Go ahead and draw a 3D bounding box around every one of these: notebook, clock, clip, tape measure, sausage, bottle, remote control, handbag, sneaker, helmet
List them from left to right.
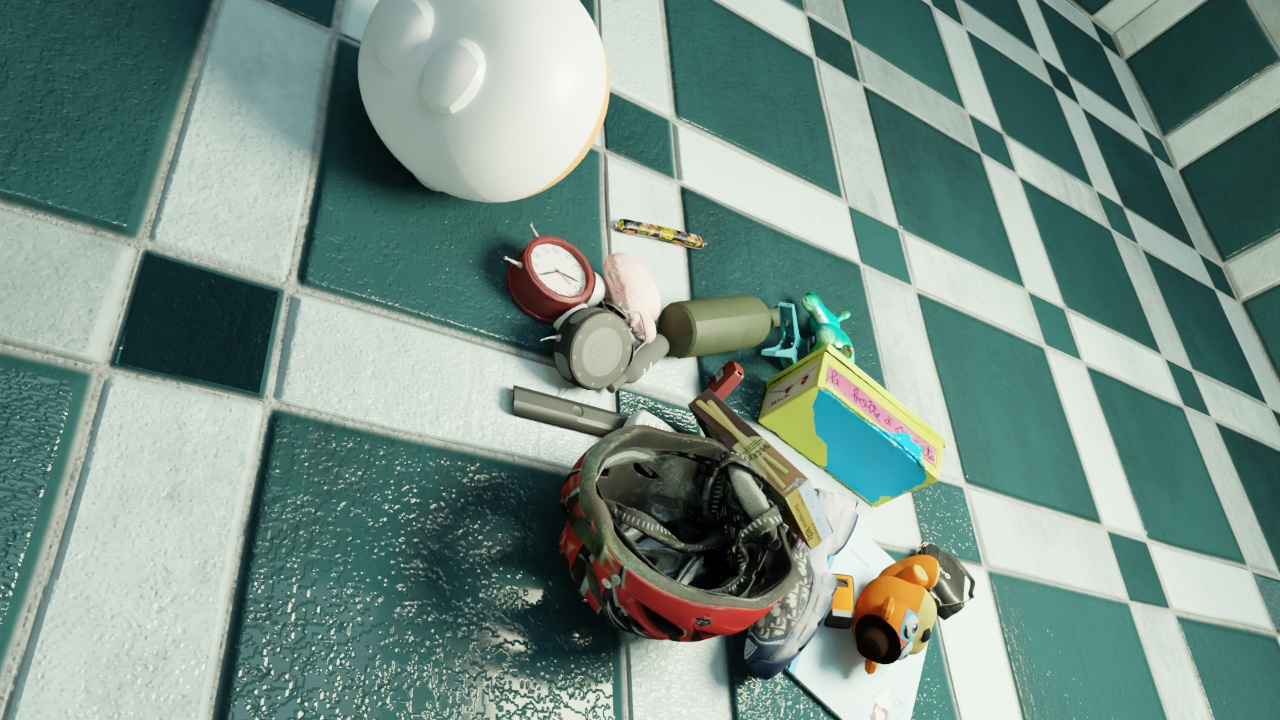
[{"bbox_3d":[-0.094,-0.087,1.058,0.137,0.048,0.096,38,45,-11],"label":"clock"},{"bbox_3d":[-0.076,0.058,1.002,0.146,0.015,0.033,17,53,-30],"label":"remote control"},{"bbox_3d":[-0.051,-0.016,1.023,0.122,0.044,0.091,-30,121,-30],"label":"clock"},{"bbox_3d":[-0.006,0.006,1.081,0.030,0.030,0.112,49,44,-2],"label":"bottle"},{"bbox_3d":[0.028,-0.170,1.233,0.155,0.020,0.020,7,58,-36],"label":"sausage"},{"bbox_3d":[0.025,0.104,1.031,0.114,0.028,0.060,45,44,-22],"label":"remote control"},{"bbox_3d":[0.027,0.173,0.895,0.271,0.167,0.217,12,40,-45],"label":"helmet"},{"bbox_3d":[0.101,0.027,1.144,0.019,0.059,0.051,38,15,-13],"label":"tape measure"},{"bbox_3d":[0.117,-0.048,1.187,0.206,0.072,0.071,-9,69,-42],"label":"bottle"},{"bbox_3d":[0.149,0.225,1.033,0.132,0.103,0.268,32,45,1],"label":"sneaker"},{"bbox_3d":[0.201,-0.029,1.228,0.103,0.027,0.120,-65,149,-14],"label":"clip"},{"bbox_3d":[0.180,0.187,1.012,0.050,0.014,0.045,-11,50,-34],"label":"clip"},{"bbox_3d":[0.226,0.276,1.058,0.038,0.058,0.058,4,57,8],"label":"tape measure"},{"bbox_3d":[0.276,0.330,1.111,0.181,0.009,0.252,43,44,-8],"label":"notebook"},{"bbox_3d":[0.387,0.279,1.190,0.079,0.054,0.128,50,23,6],"label":"handbag"}]

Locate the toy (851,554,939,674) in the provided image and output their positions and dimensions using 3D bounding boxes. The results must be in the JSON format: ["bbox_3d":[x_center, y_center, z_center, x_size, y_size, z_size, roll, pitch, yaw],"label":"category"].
[{"bbox_3d":[0.296,0.296,1.073,0.175,0.112,0.096,-15,32,-43],"label":"toy"}]

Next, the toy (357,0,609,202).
[{"bbox_3d":[-0.163,-0.299,1.005,0.263,0.266,0.280,43,13,14],"label":"toy"}]

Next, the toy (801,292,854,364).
[{"bbox_3d":[0.263,-0.030,1.261,0.193,0.072,0.131,-94,162,-59],"label":"toy"}]

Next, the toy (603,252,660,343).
[{"bbox_3d":[-0.008,-0.071,1.094,0.108,0.053,0.105,53,23,-45],"label":"toy"}]

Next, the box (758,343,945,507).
[{"bbox_3d":[0.275,0.090,1.190,0.221,0.125,0.079,34,49,-15],"label":"box"}]

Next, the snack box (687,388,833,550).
[{"bbox_3d":[0.130,0.116,1.011,0.186,0.031,0.101,44,-12,48],"label":"snack box"}]
